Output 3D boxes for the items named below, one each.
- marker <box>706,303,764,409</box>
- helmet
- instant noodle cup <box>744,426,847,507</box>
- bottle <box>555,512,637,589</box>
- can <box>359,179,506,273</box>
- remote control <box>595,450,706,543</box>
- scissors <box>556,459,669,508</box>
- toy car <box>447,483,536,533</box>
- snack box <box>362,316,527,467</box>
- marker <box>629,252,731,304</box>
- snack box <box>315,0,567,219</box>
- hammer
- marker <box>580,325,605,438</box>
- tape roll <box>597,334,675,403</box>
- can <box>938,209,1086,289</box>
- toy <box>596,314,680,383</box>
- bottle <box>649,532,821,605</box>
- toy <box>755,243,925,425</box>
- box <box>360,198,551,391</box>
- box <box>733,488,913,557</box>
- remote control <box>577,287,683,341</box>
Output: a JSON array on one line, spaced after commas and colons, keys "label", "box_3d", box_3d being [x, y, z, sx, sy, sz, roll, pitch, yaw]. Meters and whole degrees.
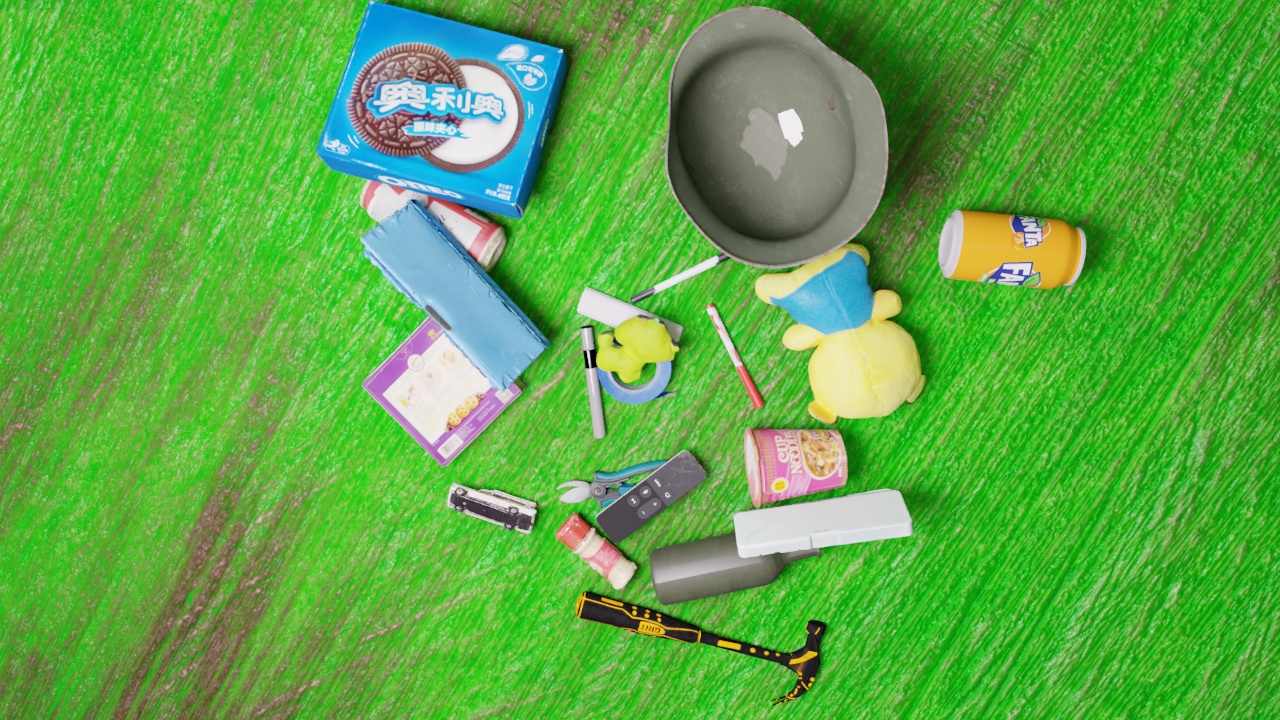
[{"label": "marker", "box_3d": [0.115, -0.005, 1.120, 0.013, 0.012, 0.142, -26, 96, 8]}, {"label": "helmet", "box_3d": [0.135, -0.244, 1.006, 0.227, 0.153, 0.268, -23, 102, 7]}, {"label": "instant noodle cup", "box_3d": [0.186, 0.122, 1.099, 0.108, 0.097, 0.098, -6, 99, -2]}, {"label": "bottle", "box_3d": [-0.056, 0.241, 1.160, 0.109, 0.044, 0.044, 42, 100, -4]}, {"label": "can", "box_3d": [-0.246, -0.166, 1.095, 0.170, 0.067, 0.067, 29, 100, 0]}, {"label": "remote control", "box_3d": [0.013, 0.170, 1.140, 0.147, 0.008, 0.045, -38, 96, 7]}, {"label": "scissors", "box_3d": [-0.023, 0.160, 1.156, 0.153, 0.019, 0.128, 34, 100, -2]}, {"label": "toy car", "box_3d": [-0.186, 0.183, 1.163, 0.113, 0.038, 0.039, 19, 126, 2]}, {"label": "snack box", "box_3d": [-0.243, 0.032, 1.141, 0.143, 0.040, 0.148, -43, 94, 10]}, {"label": "marker", "box_3d": [0.056, -0.104, 1.109, 0.152, 0.011, 0.011, -25, 97, 9]}, {"label": "snack box", "box_3d": [-0.222, -0.286, 1.048, 0.239, 0.056, 0.195, 15, 81, 3]}, {"label": "hammer", "box_3d": [0.072, 0.355, 1.175, 0.320, 0.036, 0.123, 15, 101, 0]}, {"label": "marker", "box_3d": [-0.059, 0.027, 1.137, 0.016, 0.016, 0.140, -6, 99, 5]}, {"label": "tape roll", "box_3d": [-0.007, 0.007, 1.122, 0.091, 0.016, 0.093, -8, 107, 11]}, {"label": "can", "box_3d": [0.418, -0.125, 1.041, 0.142, 0.079, 0.079, 7, 100, 3]}, {"label": "toy", "box_3d": [-0.005, -0.016, 1.086, 0.094, 0.036, 0.094, 26, 116, 3]}, {"label": "bottle", "box_3d": [0.118, 0.248, 1.132, 0.207, 0.071, 0.071, -13, 98, 7]}, {"label": "toy", "box_3d": [0.240, -0.025, 1.071, 0.149, 0.084, 0.214, -24, 94, 10]}, {"label": "box", "box_3d": [-0.218, -0.063, 1.037, 0.094, 0.102, 0.231, -38, 100, 21]}, {"label": "box", "box_3d": [0.208, 0.182, 1.080, 0.197, 0.136, 0.049, -8, 99, 6]}, {"label": "remote control", "box_3d": [-0.013, -0.050, 1.122, 0.131, 0.012, 0.033, 22, 101, 0]}]
